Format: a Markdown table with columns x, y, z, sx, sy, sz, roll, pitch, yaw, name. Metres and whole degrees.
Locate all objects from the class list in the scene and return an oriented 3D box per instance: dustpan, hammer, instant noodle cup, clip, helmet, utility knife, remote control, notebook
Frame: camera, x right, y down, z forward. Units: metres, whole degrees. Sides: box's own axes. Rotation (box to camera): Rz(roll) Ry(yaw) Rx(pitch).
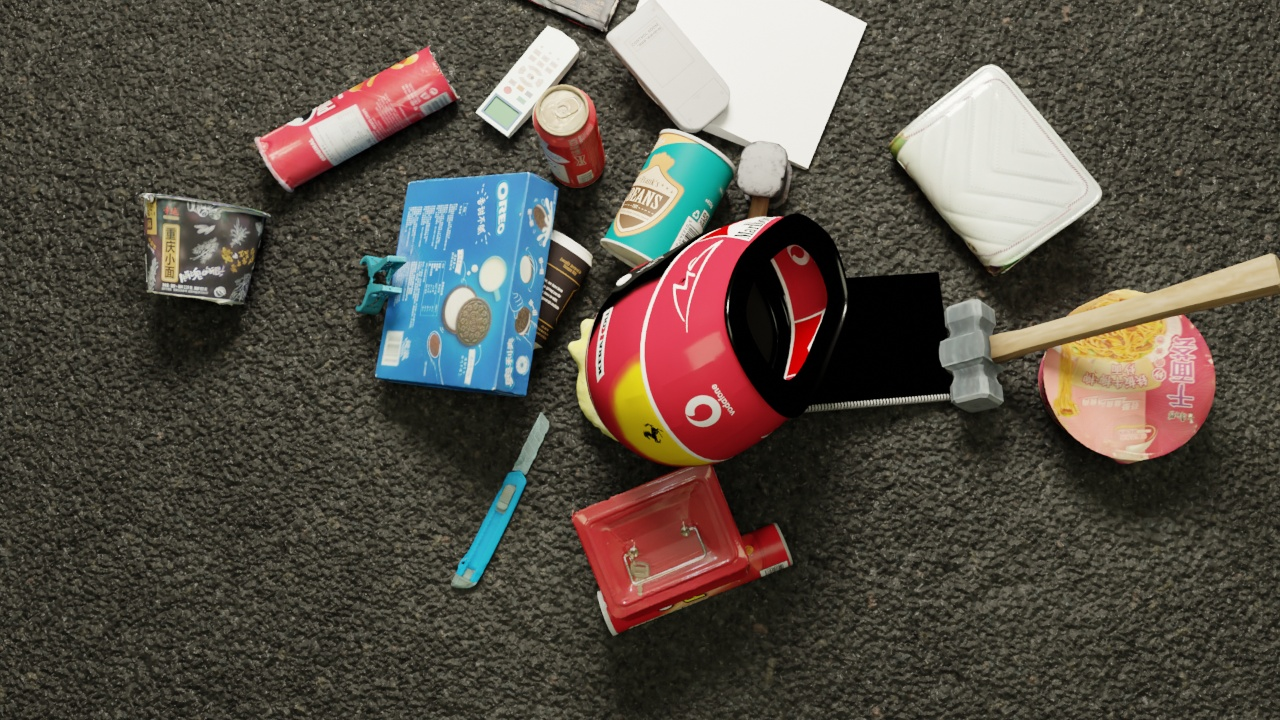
| x | y | z | sx | sy | sz | roll | pitch | yaw | name |
| --- | --- | --- | --- | --- | --- | --- | --- | --- | --- |
| 0.113 | -0.364 | 1.101 | 0.257 | 0.053 | 0.191 | 23 | 86 | -7 | dustpan |
| 0.459 | -0.038 | 0.927 | 0.051 | 0.324 | 0.117 | 22 | 61 | -38 | hammer |
| 0.118 | -0.085 | 1.048 | 0.052 | 0.098 | 0.328 | 11 | 93 | 12 | hammer |
| -0.506 | -0.125 | 1.058 | 0.137 | 0.137 | 0.112 | 8 | 93 | 4 | instant noodle cup |
| -0.303 | -0.072 | 1.052 | 0.031 | 0.130 | 0.121 | 12 | 102 | -32 | clip |
| 0.522 | 0.021 | 1.012 | 0.179 | 0.078 | 0.178 | 0 | 83 | 3 | instant noodle cup |
| 0.059 | -0.016 | 0.920 | 0.198 | 0.225 | 0.270 | 54 | 46 | -22 | helmet |
| -0.159 | 0.164 | 1.063 | 0.031 | 0.015 | 0.225 | 25 | 85 | 0 | utility knife |
| -0.132 | -0.335 | 1.106 | 0.049 | 0.024 | 0.143 | 38 | 85 | 6 | remote control |
| 0.035 | -0.334 | 1.052 | 0.074 | 0.019 | 0.151 | -42 | 93 | -7 | remote control |
| 0.249 | -0.021 | 1.043 | 0.206 | 0.016 | 0.149 | -4 | 83 | -8 | notebook |

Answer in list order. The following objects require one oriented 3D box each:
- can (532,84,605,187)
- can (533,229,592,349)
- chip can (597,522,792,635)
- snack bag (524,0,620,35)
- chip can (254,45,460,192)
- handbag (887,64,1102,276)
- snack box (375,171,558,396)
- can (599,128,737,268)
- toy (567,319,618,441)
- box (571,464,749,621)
| x | y | z | sx | sy | sz | roll | pitch | yaw | name |
| --- | --- | --- | --- | --- | --- | --- | --- | --- | --- |
| -0.077 | -0.247 | 1.021 | 0.067 | 0.170 | 0.067 | 0 | 84 | 1 | can |
| -0.114 | -0.081 | 1.056 | 0.072 | 0.072 | 0.128 | 31 | 86 | 5 | can |
| 0.061 | 0.243 | 1.025 | 0.215 | 0.052 | 0.052 | -22 | 84 | 0 | chip can |
| -0.097 | -0.460 | 1.120 | 0.155 | 0.018 | 0.074 | 25 | 86 | 5 | snack bag |
| -0.333 | -0.287 | 1.088 | 0.233 | 0.073 | 0.073 | -29 | 84 | -1 | chip can |
| 0.395 | -0.209 | 1.035 | 0.142 | 0.096 | 0.198 | -37 | 84 | 13 | handbag |
| -0.196 | -0.086 | 1.021 | 0.196 | 0.056 | 0.238 | 5 | 83 | 36 | snack box |
| 0.032 | -0.173 | 1.044 | 0.099 | 0.099 | 0.144 | 28 | 86 | 5 | can |
| -0.006 | 0.006 | 1.046 | 0.155 | 0.064 | 0.170 | 29 | 86 | 0 | toy |
| 0.024 | 0.192 | 0.986 | 0.157 | 0.156 | 0.147 | -20 | 89 | -2 | box |
